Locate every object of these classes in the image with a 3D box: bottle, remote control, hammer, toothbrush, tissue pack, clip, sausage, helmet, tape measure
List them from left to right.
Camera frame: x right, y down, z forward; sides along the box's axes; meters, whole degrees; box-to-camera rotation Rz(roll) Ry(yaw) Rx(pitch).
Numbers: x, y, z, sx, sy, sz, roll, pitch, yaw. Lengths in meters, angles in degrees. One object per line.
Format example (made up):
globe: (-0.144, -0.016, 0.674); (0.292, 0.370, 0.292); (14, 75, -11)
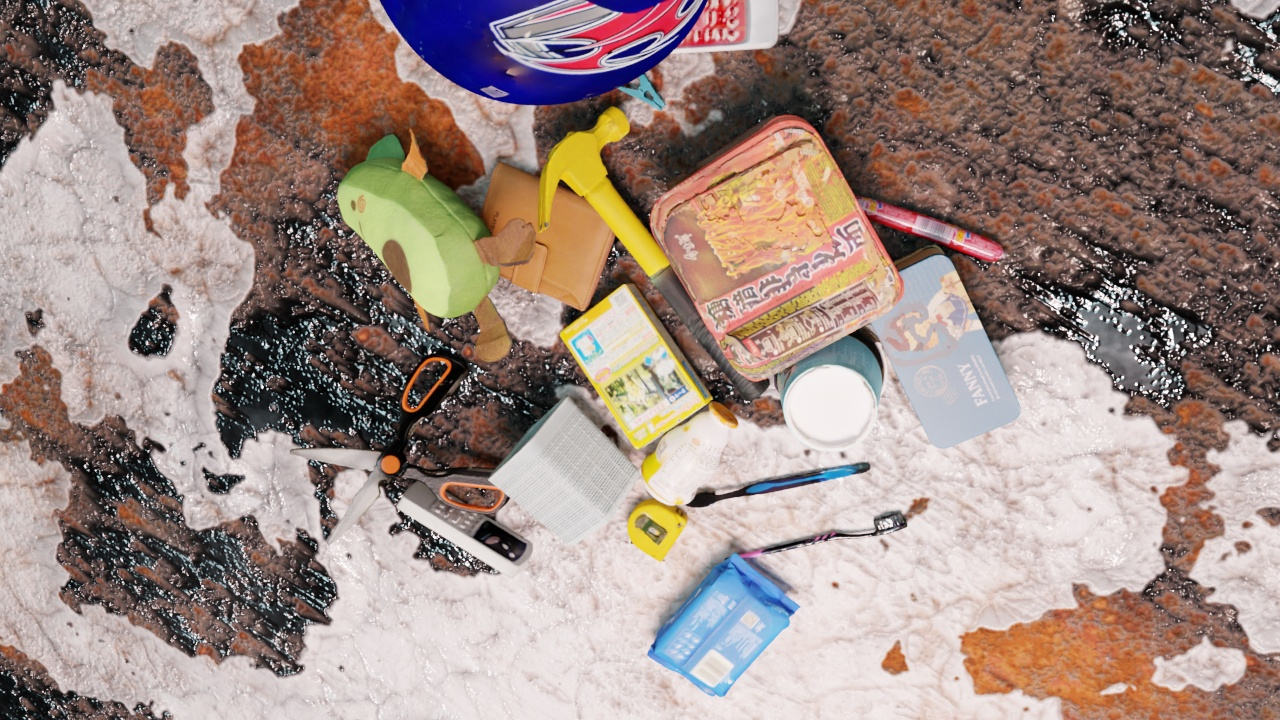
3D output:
remote control: (-0.184, 0.177, 0.978); (0.150, 0.058, 0.021); (31, 108, 1)
helmet: (-0.052, -0.331, 0.708); (0.315, 0.247, 0.240); (-26, 108, -16)
clip: (0.001, -0.250, 0.844); (0.054, 0.013, 0.034); (39, 110, -1)
tape measure: (0.015, 0.174, 0.952); (0.057, 0.028, 0.060); (32, 109, 2)
hammer: (0.019, -0.083, 0.855); (0.128, 0.033, 0.301); (-43, 101, -16)
bottle: (0.050, 0.090, 0.903); (0.063, 0.063, 0.108); (38, 109, -1)
remote control: (0.054, -0.302, 0.814); (0.136, 0.020, 0.056); (1, 105, 12)
tissue pack: (0.085, 0.276, 0.954); (0.095, 0.052, 0.157); (36, 109, -2)
toothbrush: (0.136, 0.125, 0.923); (0.190, 0.016, 0.014); (-14, 93, 12)
toothbrush: (0.174, 0.181, 0.929); (0.189, 0.014, 0.018); (-15, 92, 16)
sausage: (0.256, -0.120, 0.824); (0.156, 0.020, 0.020); (20, 108, 5)

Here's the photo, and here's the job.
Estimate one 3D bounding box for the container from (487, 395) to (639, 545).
container: (-0.072, 0.113, 0.911); (0.111, 0.089, 0.090); (43, 135, -5)

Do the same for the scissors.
scissors: (-0.236, 0.099, 0.944); (0.221, 0.022, 0.234); (27, 84, -7)

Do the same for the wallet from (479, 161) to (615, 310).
wallet: (-0.095, -0.120, 0.892); (0.132, 0.031, 0.108); (24, 107, 6)

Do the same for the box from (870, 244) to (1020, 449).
box: (0.271, -0.008, 0.832); (0.090, 0.061, 0.184); (-28, 97, 18)

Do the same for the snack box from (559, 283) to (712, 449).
snack box: (-0.005, 0.005, 0.892); (0.087, 0.033, 0.140); (-37, 81, 19)

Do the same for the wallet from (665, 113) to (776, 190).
wallet: (0.097, -0.151, 0.843); (0.125, 0.032, 0.101); (-30, 100, 19)

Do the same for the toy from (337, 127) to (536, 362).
toy: (-0.199, -0.112, 0.860); (0.247, 0.089, 0.227); (36, 135, 26)

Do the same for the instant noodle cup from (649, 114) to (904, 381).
instant noodle cup: (0.116, -0.097, 0.796); (0.165, 0.079, 0.189); (-29, 97, 19)

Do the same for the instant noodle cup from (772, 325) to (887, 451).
instant noodle cup: (0.171, 0.024, 0.829); (0.111, 0.120, 0.111); (3, 106, 11)
